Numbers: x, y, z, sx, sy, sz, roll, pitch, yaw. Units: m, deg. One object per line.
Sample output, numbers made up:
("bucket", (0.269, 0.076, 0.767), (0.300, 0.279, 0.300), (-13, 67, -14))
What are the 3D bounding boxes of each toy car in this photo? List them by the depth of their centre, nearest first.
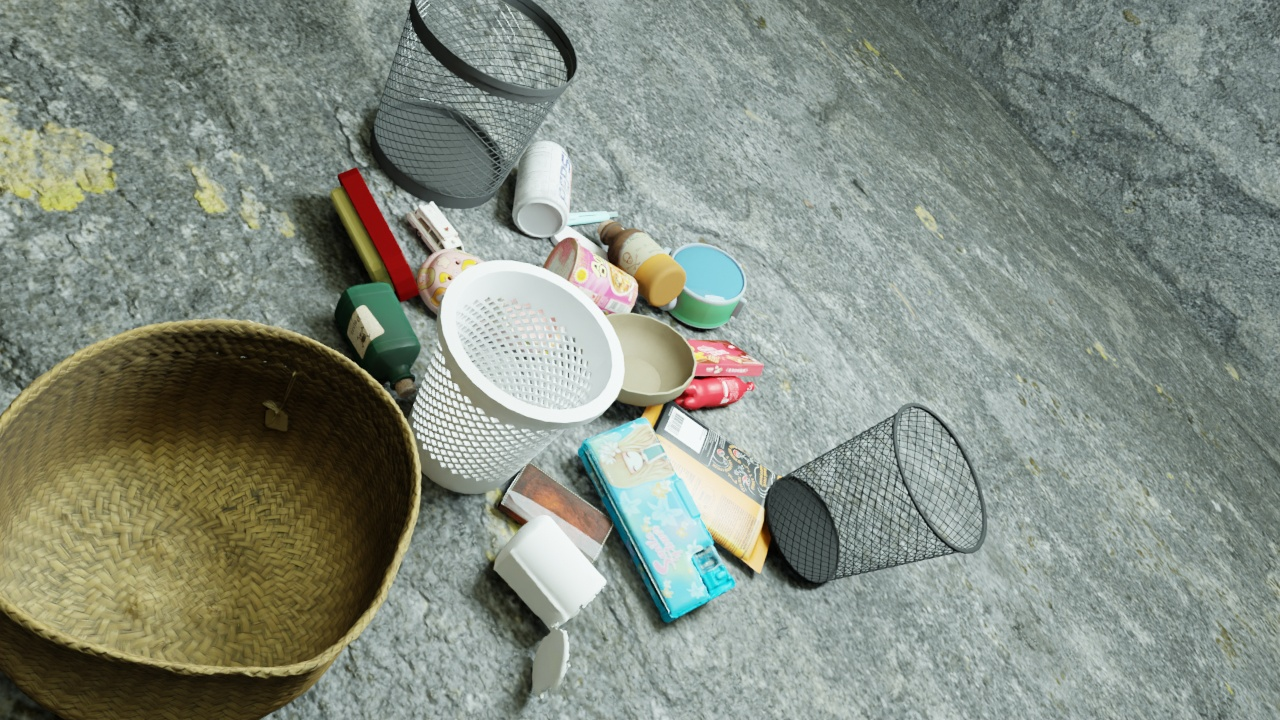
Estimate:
("toy car", (-0.250, -0.154, 1.173), (0.113, 0.039, 0.039), (50, 43, 10))

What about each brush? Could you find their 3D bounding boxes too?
("brush", (-0.320, -0.146, 1.089), (0.041, 0.082, 0.173), (-26, 70, -15))

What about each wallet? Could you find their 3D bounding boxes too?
("wallet", (-0.094, 0.172, 1.023), (0.123, 0.020, 0.072), (36, 41, -5))

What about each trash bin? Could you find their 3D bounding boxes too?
("trash bin", (-0.150, 0.034, 0.963), (0.195, 0.200, 0.195), (20, 45, -22))
("trash bin", (0.280, 0.178, 1.131), (0.184, 0.211, 0.183), (27, 48, -34))
("trash bin", (-0.230, -0.347, 1.212), (0.217, 0.228, 0.217), (20, 45, -22))

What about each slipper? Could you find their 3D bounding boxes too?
("slipper", (-0.172, -0.079, 1.126), (0.197, 0.082, 0.093), (28, 59, -19))

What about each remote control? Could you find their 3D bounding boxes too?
("remote control", (-0.071, -0.151, 1.324), (0.136, 0.013, 0.043), (34, 42, -8))

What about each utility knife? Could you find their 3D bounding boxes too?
("utility knife", (-0.078, -0.214, 1.375), (0.125, 0.015, 0.022), (-15, 64, -47))

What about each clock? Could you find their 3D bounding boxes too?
("clock", (0.071, -0.113, 1.358), (0.161, 0.076, 0.121), (9, 50, -15))

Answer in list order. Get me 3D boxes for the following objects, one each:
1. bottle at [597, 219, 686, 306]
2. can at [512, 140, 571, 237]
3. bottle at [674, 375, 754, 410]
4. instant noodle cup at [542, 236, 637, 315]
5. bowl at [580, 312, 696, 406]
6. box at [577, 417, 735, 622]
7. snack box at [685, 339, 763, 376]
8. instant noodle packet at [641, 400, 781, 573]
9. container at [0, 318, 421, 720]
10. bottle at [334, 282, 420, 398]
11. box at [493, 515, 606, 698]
("bottle", (-0.007, -0.147, 1.299), (0.067, 0.068, 0.157), (-9, 45, -41))
("can", (-0.139, -0.245, 1.306), (0.078, 0.078, 0.136), (20, 45, -22))
("bottle", (0.106, 0.042, 1.267), (0.141, 0.042, 0.042), (-6, 59, -40))
("instant noodle cup", (-0.068, -0.100, 1.231), (0.108, 0.098, 0.097), (23, 44, -31))
("bowl", (-0.007, 0.007, 1.191), (0.152, 0.051, 0.152), (10, 42, -9))
("box", (0.017, 0.179, 1.061), (0.094, 0.041, 0.226), (-20, 71, -26))
("snack box", (0.095, -0.004, 1.285), (0.132, 0.021, 0.089), (0, 24, -36))
("instant noodle packet", (0.083, 0.149, 1.165), (0.221, 0.032, 0.159), (35, 44, -6))
("container", (-0.349, 0.136, 0.734), (0.306, 0.197, 0.306), (19, 47, -22))
("bottle", (-0.283, -0.017, 1.014), (0.061, 0.061, 0.131), (-14, 64, -40))
("box", (-0.098, 0.243, 0.918), (0.140, 0.084, 0.141), (46, 36, 4))
